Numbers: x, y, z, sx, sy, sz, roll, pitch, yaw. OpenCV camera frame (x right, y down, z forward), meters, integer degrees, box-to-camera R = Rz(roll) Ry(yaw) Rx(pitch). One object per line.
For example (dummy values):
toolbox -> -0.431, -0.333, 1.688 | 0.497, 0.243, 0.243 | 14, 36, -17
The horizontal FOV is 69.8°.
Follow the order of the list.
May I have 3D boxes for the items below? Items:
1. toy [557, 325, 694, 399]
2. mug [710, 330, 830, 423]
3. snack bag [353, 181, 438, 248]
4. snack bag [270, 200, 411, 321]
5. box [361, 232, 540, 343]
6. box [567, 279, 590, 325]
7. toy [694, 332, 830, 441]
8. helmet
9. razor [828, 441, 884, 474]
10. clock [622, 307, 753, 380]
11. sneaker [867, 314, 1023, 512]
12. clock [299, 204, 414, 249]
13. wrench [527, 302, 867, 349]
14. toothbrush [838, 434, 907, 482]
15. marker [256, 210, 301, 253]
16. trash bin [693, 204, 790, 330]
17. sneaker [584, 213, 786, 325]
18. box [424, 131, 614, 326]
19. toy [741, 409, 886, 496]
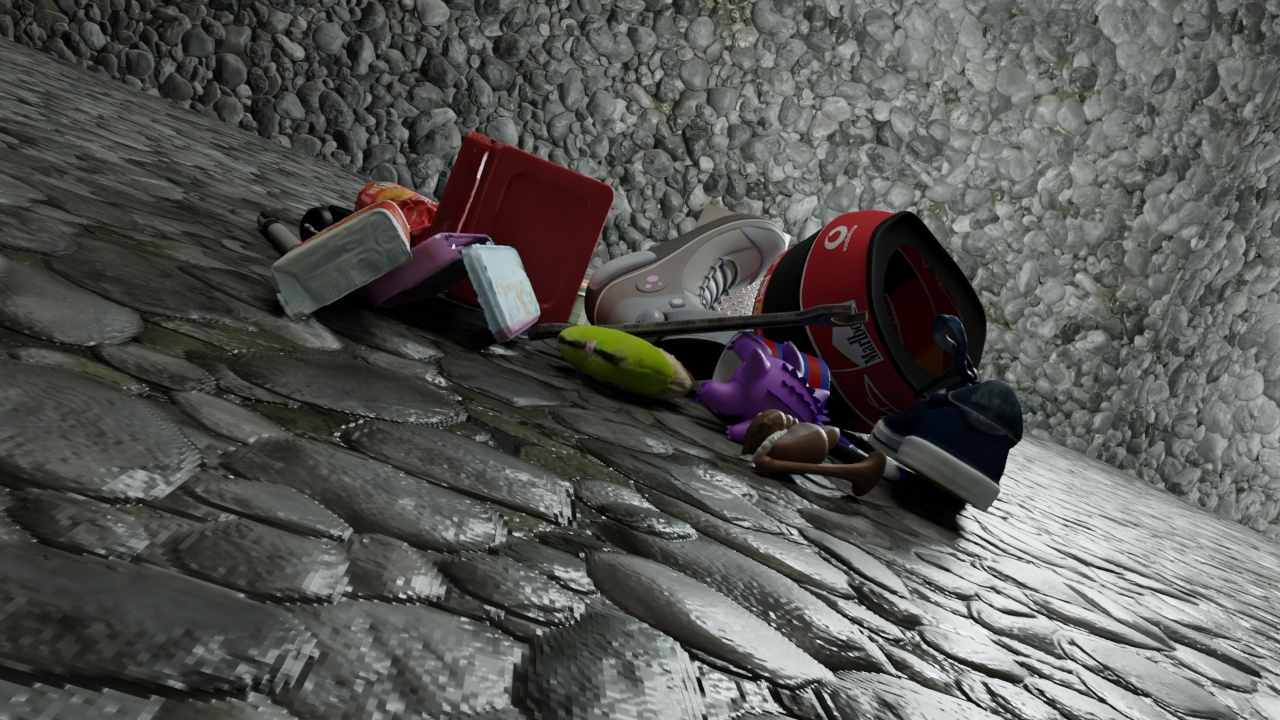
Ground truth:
toy -> -0.004, 0.004, 0.717 | 0.092, 0.043, 0.117 | 19, -1, 40
mug -> 0.103, 0.026, 0.798 | 0.076, 0.074, 0.112 | 20, -18, -15
snack bag -> -0.267, -0.154, 1.031 | 0.082, 0.082, 0.176 | 17, 8, -33
snack bag -> -0.194, -0.075, 0.615 | 0.041, 0.077, 0.225 | 62, -7, -15
box -> -0.136, -0.049, 0.736 | 0.093, 0.089, 0.214 | 59, 4, -6
box -> -0.093, -0.078, 1.069 | 0.118, 0.050, 0.205 | 27, 8, 33
toy -> 0.101, 0.025, 0.703 | 0.088, 0.105, 0.056 | 41, -30, -8
helmet -> 0.228, -0.035, 0.996 | 0.225, 0.197, 0.271 | -3, -39, 50
razor -> 0.166, 0.071, 0.821 | 0.144, 0.022, 0.043 | 40, -21, 58
clock -> 0.034, -0.016, 0.842 | 0.122, 0.035, 0.095 | 10, -24, -15
sneaker -> 0.272, 0.048, 0.802 | 0.121, 0.127, 0.294 | 32, 1, 9
clock -> -0.248, -0.104, 0.812 | 0.091, 0.042, 0.120 | 22, 7, 1
wrench -> 0.041, -0.027, 0.738 | 0.274, 0.010, 0.070 | -4, -12, 16
toothbrush -> 0.181, 0.074, 0.856 | 0.016, 0.015, 0.187 | 23, 5, -30
marker -> -0.299, -0.104, 0.763 | 0.016, 0.016, 0.140 | 16, 8, -35
trash bin -> 0.122, -0.113, 1.361 | 0.195, 0.200, 0.195 | 21, 7, -3
sneaker -> 0.077, -0.074, 0.995 | 0.256, 0.093, 0.160 | -23, 33, -17
box -> -0.117, -0.122, 0.898 | 0.165, 0.157, 0.151 | 26, 10, 17
toy -> 0.113, 0.062, 0.631 | 0.101, 0.042, 0.054 | 8, 35, -30
